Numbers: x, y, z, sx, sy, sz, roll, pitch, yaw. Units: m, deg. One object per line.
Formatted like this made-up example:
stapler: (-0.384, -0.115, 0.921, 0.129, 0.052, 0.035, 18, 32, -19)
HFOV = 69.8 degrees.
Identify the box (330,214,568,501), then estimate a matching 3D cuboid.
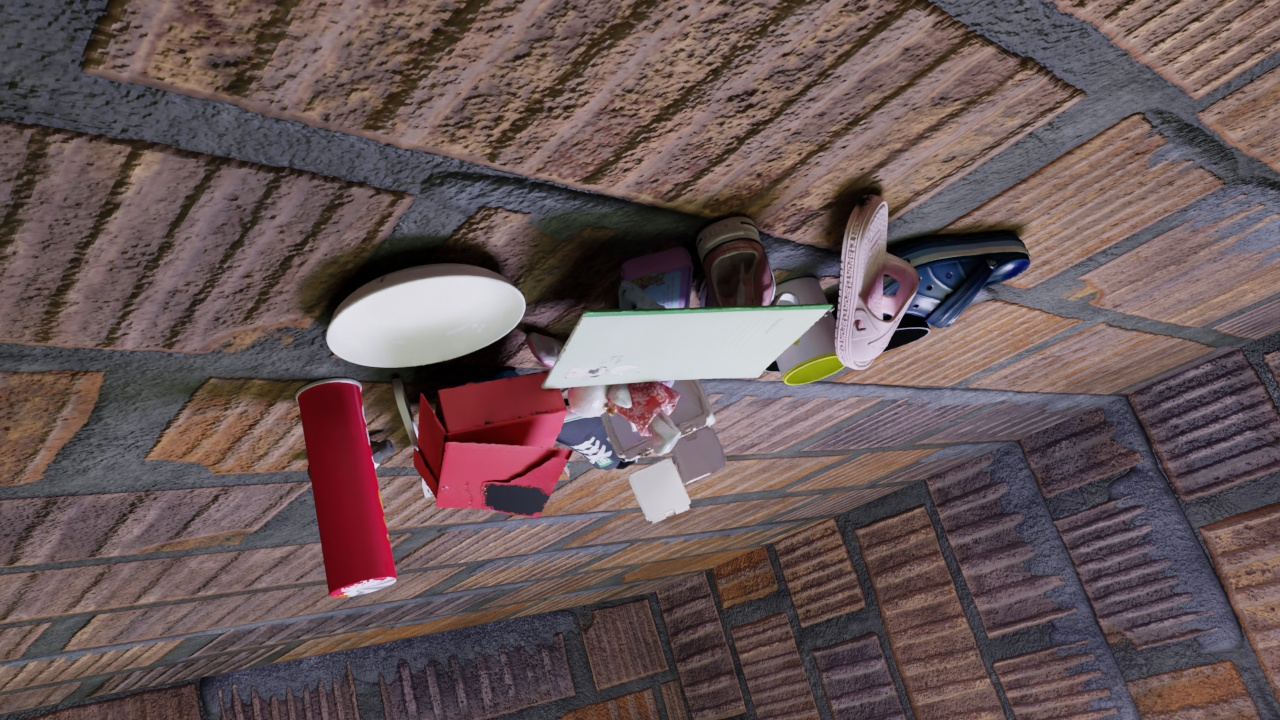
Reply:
box: (-0.226, 0.000, 1.063, 0.152, 0.325, 0.214, -27, 163, -25)

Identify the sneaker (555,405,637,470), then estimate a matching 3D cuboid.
sneaker: (-0.067, 0.116, 1.331, 0.084, 0.079, 0.235, -24, 159, 21)

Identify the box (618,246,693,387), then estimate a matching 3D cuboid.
box: (0.013, -0.042, 0.998, 0.077, 0.096, 0.214, 11, 160, 4)

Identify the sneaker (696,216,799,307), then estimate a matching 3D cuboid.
sneaker: (0.108, -0.064, 0.977, 0.118, 0.087, 0.241, -18, 160, 4)

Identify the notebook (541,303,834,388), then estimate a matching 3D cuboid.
notebook: (0.042, -0.014, 0.923, 0.252, 0.010, 0.182, -2, 158, -20)

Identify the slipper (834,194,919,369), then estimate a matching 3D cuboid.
slipper: (0.256, -0.070, 0.982, 0.094, 0.064, 0.240, -53, 148, -28)

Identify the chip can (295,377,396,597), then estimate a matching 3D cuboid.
chip can: (-0.311, 0.132, 0.967, 0.069, 0.220, 0.069, -15, 160, -6)

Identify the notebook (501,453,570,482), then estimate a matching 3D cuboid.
notebook: (-0.179, 0.155, 1.307, 0.178, 0.014, 0.249, -2, 167, -2)

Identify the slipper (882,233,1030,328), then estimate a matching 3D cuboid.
slipper: (0.373, -0.092, 1.114, 0.252, 0.095, 0.105, -14, 163, -18)

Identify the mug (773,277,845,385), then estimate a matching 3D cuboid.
mug: (0.194, -0.035, 1.097, 0.082, 0.106, 0.083, -15, 161, -6)

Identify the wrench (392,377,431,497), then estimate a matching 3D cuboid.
wrench: (-0.277, 0.089, 1.128, 0.018, 0.086, 0.274, -13, 150, -11)

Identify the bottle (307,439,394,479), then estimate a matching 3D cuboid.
bottle: (-0.367, 0.127, 1.167, 0.112, 0.047, 0.047, -20, 160, 8)

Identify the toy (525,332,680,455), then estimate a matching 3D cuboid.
toy: (-0.036, 0.036, 1.042, 0.084, 0.194, 0.159, -56, 167, -8)

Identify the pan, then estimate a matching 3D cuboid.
pan: (0.273, -0.013, 1.306, 0.225, 0.034, 0.356, -11, 170, -2)

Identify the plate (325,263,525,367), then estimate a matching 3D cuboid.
plate: (-0.200, -0.046, 0.854, 0.182, 0.034, 0.182, -15, 160, -6)

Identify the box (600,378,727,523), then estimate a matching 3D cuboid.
box: (0.033, 0.102, 1.205, 0.143, 0.191, 0.069, -26, 159, 5)

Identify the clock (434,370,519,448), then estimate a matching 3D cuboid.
clock: (-0.176, 0.060, 1.126, 0.161, 0.060, 0.117, -23, 159, 11)
